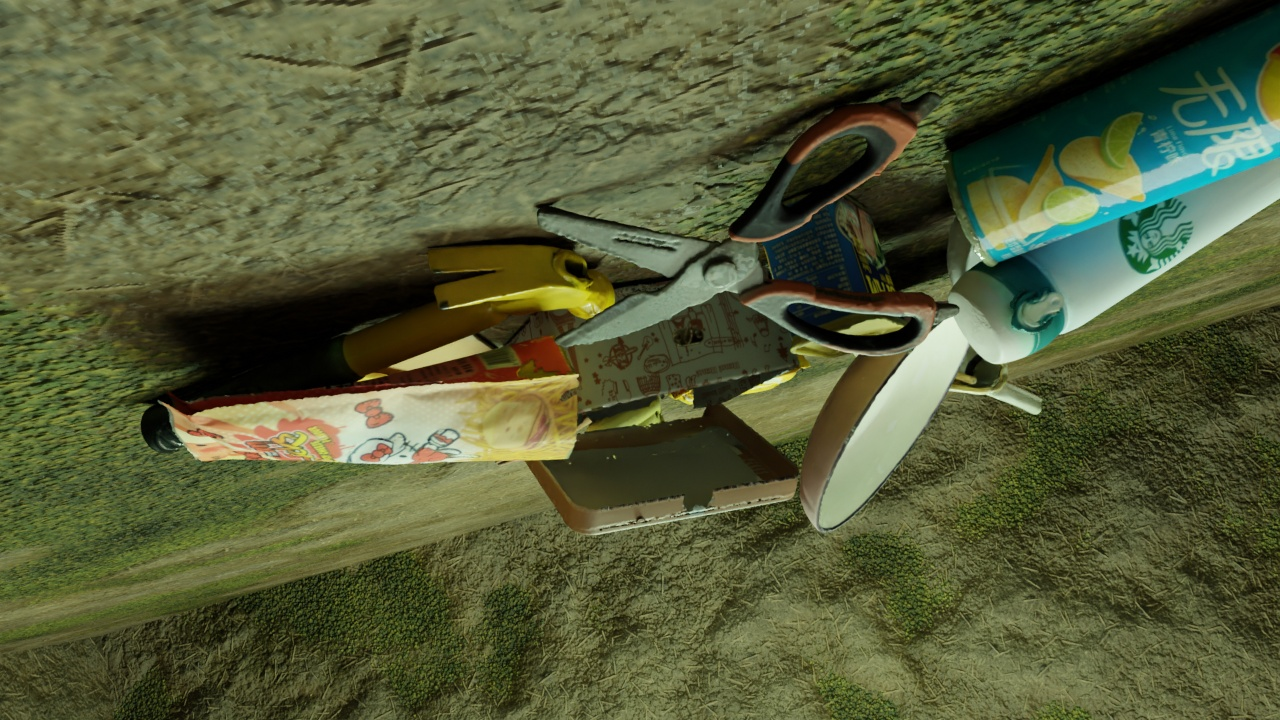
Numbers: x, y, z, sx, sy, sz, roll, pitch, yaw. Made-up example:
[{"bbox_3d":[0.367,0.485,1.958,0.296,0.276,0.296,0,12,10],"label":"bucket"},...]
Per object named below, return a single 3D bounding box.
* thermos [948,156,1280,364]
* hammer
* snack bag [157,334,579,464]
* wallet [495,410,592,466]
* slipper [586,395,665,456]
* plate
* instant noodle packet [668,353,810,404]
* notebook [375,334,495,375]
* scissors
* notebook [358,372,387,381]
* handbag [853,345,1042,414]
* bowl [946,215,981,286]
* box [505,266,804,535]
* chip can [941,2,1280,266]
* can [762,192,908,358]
[{"bbox_3d":[0.288,-0.075,0.545,0.224,0.073,0.073,-31,171,-6],"label":"thermos"},{"bbox_3d":[-0.167,-0.003,0.532,0.301,0.033,0.128,-19,168,17],"label":"hammer"},{"bbox_3d":[-0.143,0.030,0.511,0.207,0.073,0.129,-5,168,-16],"label":"snack bag"},{"bbox_3d":[-0.103,0.084,1.027,0.101,0.020,0.115,-30,-179,-31],"label":"wallet"},{"bbox_3d":[-0.001,0.090,1.089,0.091,0.081,0.190,-33,172,2],"label":"slipper"},{"bbox_3d":[0.171,0.036,0.664,0.192,0.039,0.193,-38,149,-29],"label":"plate"},{"bbox_3d":[0.101,0.014,0.962,0.128,0.044,0.111,-9,175,-13],"label":"instant noodle packet"},{"bbox_3d":[-0.171,0.017,0.692,0.148,0.008,0.207,-16,169,3],"label":"notebook"},{"bbox_3d":[0.060,-0.047,0.457,0.226,0.015,0.189,-32,125,22],"label":"scissors"},{"bbox_3d":[-0.216,0.040,0.691,0.146,0.010,0.206,-17,169,13],"label":"notebook"},{"bbox_3d":[0.272,0.008,0.805,0.063,0.179,0.163,-62,173,5],"label":"handbag"},{"bbox_3d":[0.245,-0.077,0.610,0.118,0.118,0.064,-12,-154,-16],"label":"bowl"},{"bbox_3d":[0.010,0.043,0.657,0.181,0.166,0.151,-11,168,-25],"label":"box"},{"bbox_3d":[0.266,-0.117,0.457,0.211,0.071,0.071,-23,167,32],"label":"chip can"},{"bbox_3d":[0.116,-0.050,0.552,0.057,0.083,0.102,-21,168,27],"label":"can"}]
